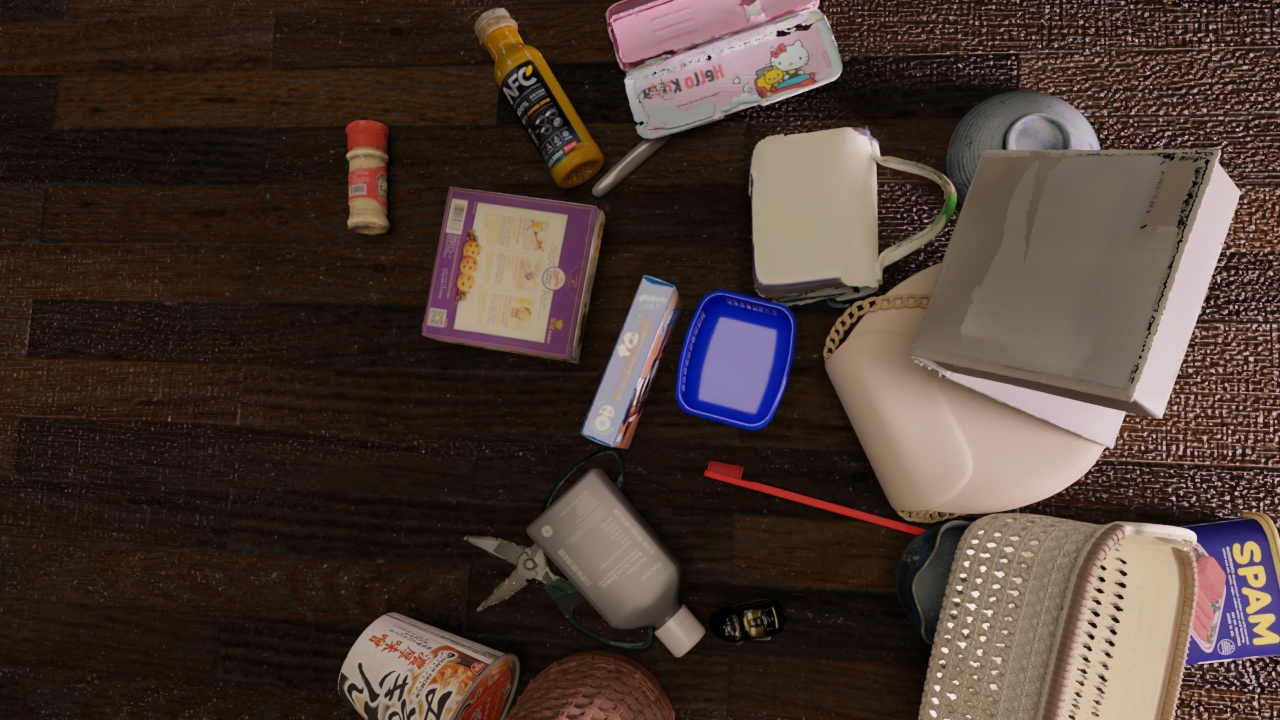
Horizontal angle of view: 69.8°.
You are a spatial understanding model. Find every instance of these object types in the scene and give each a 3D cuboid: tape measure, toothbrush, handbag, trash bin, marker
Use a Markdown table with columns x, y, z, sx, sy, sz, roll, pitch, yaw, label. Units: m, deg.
| x | y | z | sx | sy | sz | roll | pitch | yaw | label |
| --- | --- | --- | --- | --- | --- | --- | --- | --- | --- |
| 0.096 | 0.230 | 0.802 | 0.061 | 0.062 | 0.034 | -10 | 80 | -11 | tape measure |
| 0.162 | 0.124 | 0.830 | 0.212 | 0.012 | 0.018 | 15 | 86 | 10 | toothbrush |
| 0.190 | -0.127 | 0.813 | 0.176 | 0.074 | 0.151 | -5 | 80 | 27 | handbag |
| 0.281 | 0.022 | 0.777 | 0.209 | 0.103 | 0.210 | -25 | 81 | 5 | handbag |
| -0.054 | 0.329 | 0.739 | 0.151 | 0.210 | 0.151 | -1 | 84 | 7 | trash bin |
| 0.008 | -0.204 | 0.889 | 0.138 | 0.016 | 0.022 | -42 | 102 | 3 | marker |

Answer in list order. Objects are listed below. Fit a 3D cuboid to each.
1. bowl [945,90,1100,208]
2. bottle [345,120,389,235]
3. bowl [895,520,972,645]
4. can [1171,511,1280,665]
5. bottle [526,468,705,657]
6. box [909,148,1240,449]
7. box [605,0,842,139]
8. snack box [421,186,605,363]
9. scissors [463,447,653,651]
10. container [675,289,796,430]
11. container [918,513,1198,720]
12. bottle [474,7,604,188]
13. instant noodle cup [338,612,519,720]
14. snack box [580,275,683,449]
| x | y | z | sx | sy | sz | roll | pitch | yaw | label |
| --- | --- | --- | --- | --- | --- | --- | --- | --- | --- |
| 0.346 | -0.184 | 0.814 | 0.137 | 0.057 | 0.137 | -1 | 83 | 8 | bowl |
| -0.271 | -0.182 | 0.914 | 0.044 | 0.044 | 0.109 | -4 | 83 | 8 | bottle |
| 0.255 | 0.184 | 0.779 | 0.110 | 0.055 | 0.110 | -3 | 96 | -29 | bowl |
| 0.471 | 0.189 | 0.755 | 0.092 | 0.056 | 0.116 | -9 | 82 | 8 | can |
| -0.013 | 0.187 | 0.819 | 0.084 | 0.046 | 0.174 | -43 | 82 | 0 | bottle |
| 0.353 | -0.024 | 0.757 | 0.174 | 0.421 | 0.167 | 20 | 87 | 28 | box |
| 0.077 | -0.303 | 0.878 | 0.201 | 0.038 | 0.152 | -16 | 81 | 6 | box |
| -0.117 | -0.080 | 0.852 | 0.148 | 0.040 | 0.143 | 9 | 85 | 10 | snack box |
| -0.062 | 0.169 | 0.857 | 0.202 | 0.015 | 0.202 | 21 | 88 | 8 | scissors |
| 0.087 | 0.002 | 0.831 | 0.096 | 0.058 | 0.114 | 15 | 86 | 10 | container |
| 0.321 | 0.233 | 0.705 | 0.143 | 0.184 | 0.246 | 9 | 84 | 54 | container |
| -0.102 | -0.257 | 0.891 | 0.053 | 0.053 | 0.186 | -31 | 80 | 4 | bottle |
| -0.193 | 0.291 | 0.817 | 0.122 | 0.123 | 0.123 | 23 | 87 | 19 | instant noodle cup |
| -0.005 | 0.005 | 0.830 | 0.034 | 0.087 | 0.151 | 21 | 87 | 9 | snack box |
